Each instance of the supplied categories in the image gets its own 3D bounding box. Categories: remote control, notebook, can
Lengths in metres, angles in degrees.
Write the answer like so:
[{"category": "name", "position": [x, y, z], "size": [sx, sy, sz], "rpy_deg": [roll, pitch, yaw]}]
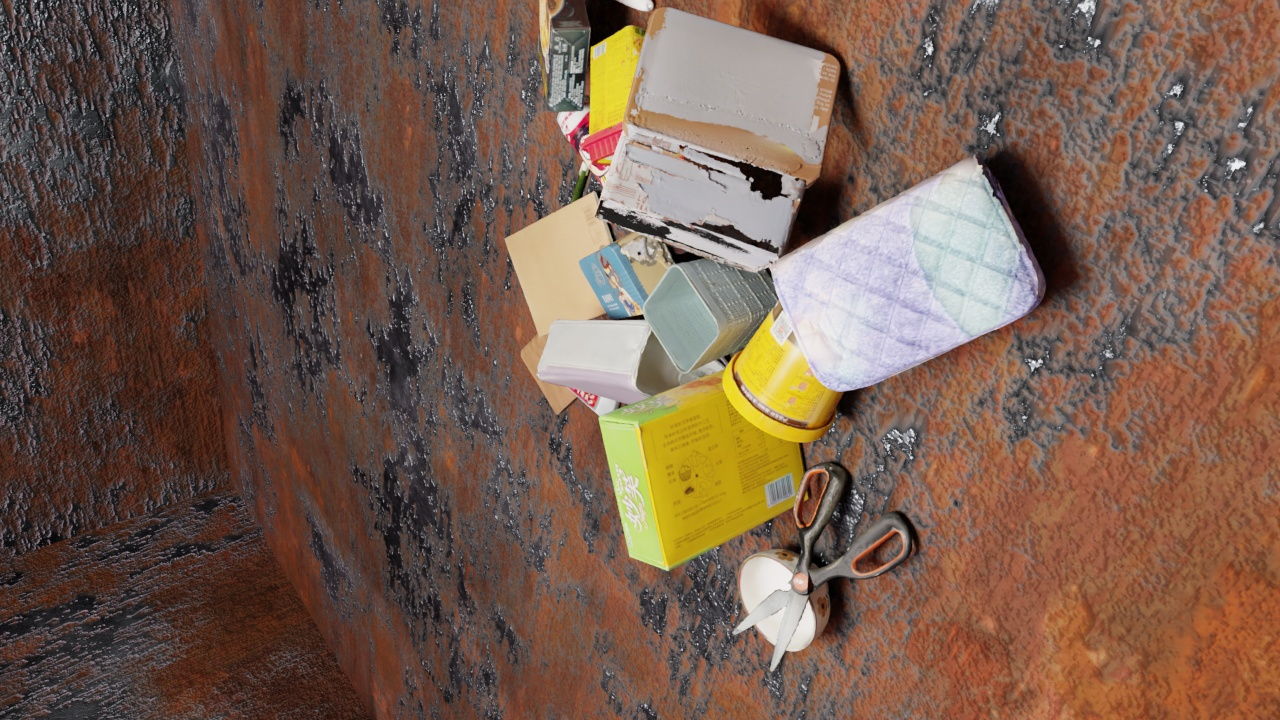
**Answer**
[{"category": "remote control", "position": [-0.081, 0.026, 1.269], "size": [0.136, 0.020, 0.056], "rpy_deg": [40, 130, 26]}, {"category": "notebook", "position": [-0.100, -0.122, 1.225], "size": [0.212, 0.012, 0.149], "rpy_deg": [-16, 95, 49]}, {"category": "can", "position": [-0.041, -0.242, 1.066], "size": [0.132, 0.053, 0.053], "rpy_deg": [55, 142, 10]}]

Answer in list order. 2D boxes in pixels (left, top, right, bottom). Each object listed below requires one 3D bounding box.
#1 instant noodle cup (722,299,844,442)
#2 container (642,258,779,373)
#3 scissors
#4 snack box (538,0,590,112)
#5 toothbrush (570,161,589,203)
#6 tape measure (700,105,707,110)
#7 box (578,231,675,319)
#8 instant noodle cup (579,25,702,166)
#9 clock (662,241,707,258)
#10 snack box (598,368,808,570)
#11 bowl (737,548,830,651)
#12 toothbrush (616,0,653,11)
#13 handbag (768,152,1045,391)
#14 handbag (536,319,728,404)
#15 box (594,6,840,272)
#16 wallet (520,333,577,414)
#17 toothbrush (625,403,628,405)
[{"category": "instant noodle cup", "position": [0.155, -0.002, 0.885], "size": [0.118, 0.118, 0.115], "rpy_deg": [48, 131, 28]}, {"category": "container", "position": [0.081, -0.055, 0.956], "size": [0.090, 0.111, 0.090], "rpy_deg": [59, 143, 18]}, {"category": "scissors", "position": [0.185, 0.215, 0.944], "size": [0.211, 0.021, 0.221], "rpy_deg": [-2, 80, 36]}, {"category": "snack box", "position": [-0.084, -0.362, 1.023], "size": [0.113, 0.053, 0.125], "rpy_deg": [102, 159, -55]}, {"category": "toothbrush", "position": [-0.073, -0.240, 1.158], "size": [0.017, 0.012, 0.186], "rpy_deg": [55, 142, 30]}, {"category": "tape measure", "position": [0.070, -0.282, 0.903], "size": [0.034, 0.065, 0.065], "rpy_deg": [-23, 87, 53]}, {"category": "box", "position": [-0.014, -0.099, 1.059], "size": [0.090, 0.059, 0.184], "rpy_deg": [60, 164, -6]}, {"category": "instant noodle cup", "position": [0.002, -0.276, 0.969], "size": [0.116, 0.116, 0.123], "rpy_deg": [-6, 89, 53]}, {"category": "clock", "position": [0.045, -0.164, 0.999], "size": [0.122, 0.055, 0.082], "rpy_deg": [41, 136, 30]}, {"category": "snack box", "position": [0.071, 0.103, 0.957], "size": [0.070, 0.209, 0.158], "rpy_deg": [4, 109, 54]}, {"category": "bowl", "position": [0.170, 0.259, 1.026], "size": [0.113, 0.062, 0.114], "rpy_deg": [28, 128, 43]}, {"category": "toothbrush", "position": [-0.046, -0.418, 1.035], "size": [0.180, 0.016, 0.016], "rpy_deg": [35, 133, 39]}, {"category": "handbag", "position": [0.215, -0.064, 0.749], "size": [0.194, 0.075, 0.134], "rpy_deg": [-26, 82, 26]}, {"category": "handbag", "position": [-0.006, 0.006, 1.081], "size": [0.197, 0.145, 0.098], "rpy_deg": [6, 72, 52]}, {"category": "box", "position": [0.067, -0.205, 0.847], "size": [0.157, 0.183, 0.193], "rpy_deg": [173, 115, -83]}, {"category": "wallet", "position": [-0.127, 0.012, 1.340], "size": [0.115, 0.020, 0.101], "rpy_deg": [61, 142, 8]}, {"category": "toothbrush", "position": [-0.018, 0.045, 1.216], "size": [0.016, 0.018, 0.181], "rpy_deg": [-30, 79, 60]}]
